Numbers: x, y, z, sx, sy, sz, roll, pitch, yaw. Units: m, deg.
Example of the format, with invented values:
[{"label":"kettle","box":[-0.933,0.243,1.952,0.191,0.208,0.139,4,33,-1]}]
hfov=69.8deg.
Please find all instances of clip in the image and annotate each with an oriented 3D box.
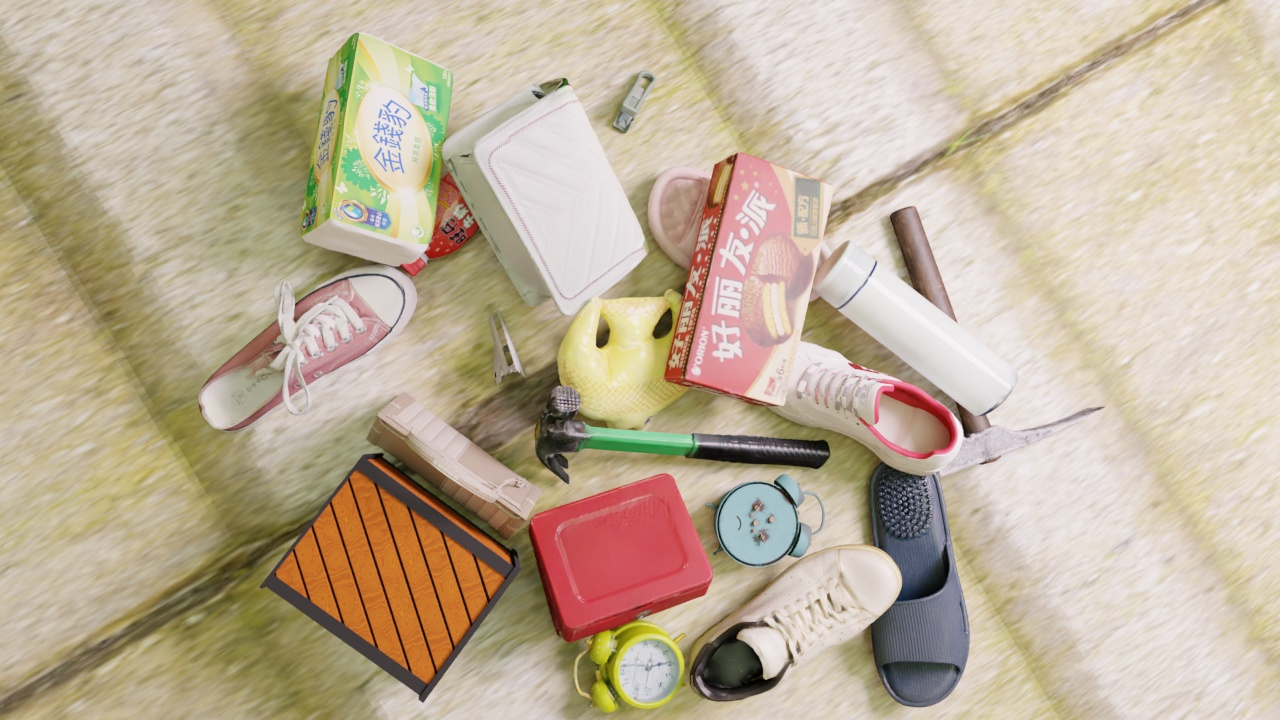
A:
[{"label":"clip","box":[-0.004,-0.287,0.999,0.023,0.061,0.075,29,66,-7]},{"label":"clip","box":[-0.142,-0.002,0.941,0.043,0.101,0.054,-13,131,-10]}]

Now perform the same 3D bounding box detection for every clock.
[{"label":"clock","box":[-0.011,0.311,0.931,0.119,0.057,0.083,-3,88,-15]},{"label":"clock","box":[0.133,0.168,0.969,0.124,0.053,0.090,-8,87,-9]}]

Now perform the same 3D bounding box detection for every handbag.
[{"label":"handbag","box":[-0.175,0.100,0.852,0.175,0.198,0.062,36,80,-4]},{"label":"handbag","box":[-0.088,-0.161,0.908,0.141,0.096,0.198,-40,119,-24]}]

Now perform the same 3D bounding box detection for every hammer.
[{"label":"hammer","box":[0.048,0.088,0.945,0.318,0.130,0.032,6,50,-18]},{"label":"hammer","box":[0.377,-0.040,1.034,0.217,0.037,0.300,-18,87,-10]}]

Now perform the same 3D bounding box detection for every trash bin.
[{"label":"trash bin","box":[-0.226,0.195,0.865,0.172,0.140,0.139,37,81,-4]}]

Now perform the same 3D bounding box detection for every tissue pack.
[{"label":"tissue pack","box":[-0.269,-0.192,0.897,0.120,0.142,0.197,22,70,-35]}]

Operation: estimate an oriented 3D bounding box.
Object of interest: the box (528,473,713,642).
[{"label":"box","box":[-0.024,0.193,0.908,0.157,0.127,0.137,-17,83,-10]}]

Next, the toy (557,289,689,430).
[{"label":"toy","box":[-0.006,0.005,0.942,0.170,0.064,0.155,-9,112,-28]}]

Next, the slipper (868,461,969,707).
[{"label":"slipper","box":[0.285,0.229,0.957,0.101,0.082,0.263,-5,81,21]}]

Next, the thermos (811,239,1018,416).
[{"label":"thermos","box":[0.287,-0.034,0.966,0.230,0.068,0.068,37,81,-5]}]

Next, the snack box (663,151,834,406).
[{"label":"snack box","box":[0.109,-0.079,0.925,0.113,0.060,0.236,16,83,-18]}]

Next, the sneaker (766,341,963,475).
[{"label":"sneaker","box":[0.219,0.037,0.945,0.236,0.104,0.090,29,80,12]}]

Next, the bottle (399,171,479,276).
[{"label":"bottle","box":[-0.197,-0.146,0.939,0.062,0.062,0.137,41,81,-4]}]

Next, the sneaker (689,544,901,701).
[{"label":"sneaker","box":[0.144,0.262,0.906,0.242,0.102,0.089,-35,77,10]}]

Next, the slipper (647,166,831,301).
[{"label":"slipper","box":[0.108,-0.131,0.989,0.221,0.056,0.106,25,83,-9]}]

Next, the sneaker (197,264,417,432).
[{"label":"sneaker","box":[-0.328,-0.016,0.894,0.241,0.088,0.118,-38,92,-9]}]
